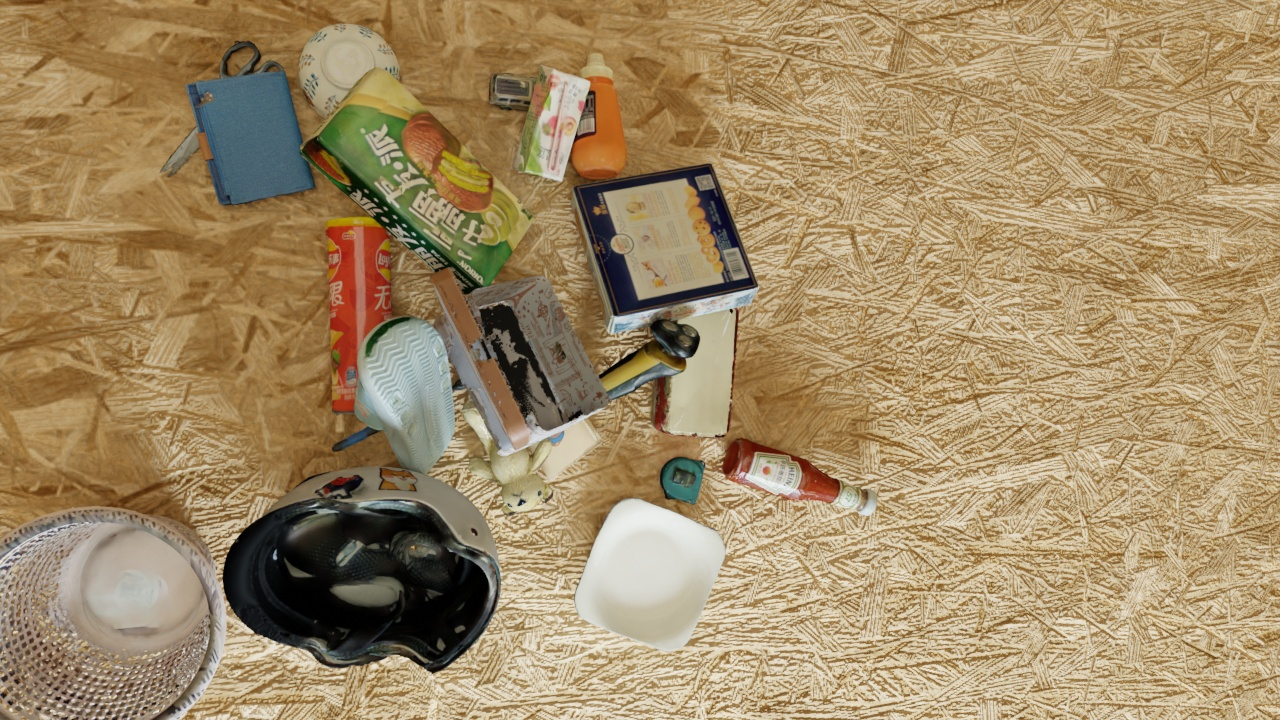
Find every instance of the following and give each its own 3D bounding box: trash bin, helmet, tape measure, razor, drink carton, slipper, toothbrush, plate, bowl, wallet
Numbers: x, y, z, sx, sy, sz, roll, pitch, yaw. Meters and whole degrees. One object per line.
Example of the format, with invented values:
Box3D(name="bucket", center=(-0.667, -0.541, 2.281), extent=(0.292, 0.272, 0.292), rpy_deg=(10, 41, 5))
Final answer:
Box3D(name="trash bin", center=(-0.520, 0.244, 0.916), extent=(0.227, 0.192, 0.227), rpy_deg=(0, 91, -15))
Box3D(name="helmet", center=(-0.283, 0.204, 0.990), extent=(0.274, 0.156, 0.230), rpy_deg=(7, 117, -6))
Box3D(name="tape measure", center=(0.052, 0.148, 1.147), extent=(0.054, 0.025, 0.058), rpy_deg=(15, 86, -15))
Box3D(name="razor", center=(-0.006, 0.006, 1.080), extent=(0.168, 0.062, 0.067), rpy_deg=(-30, 106, 27))
Box3D(name="drink carton", center=(-0.103, -0.274, 1.068), extent=(0.053, 0.045, 0.122), rpy_deg=(9, 105, -33))
Box3D(name="slipper", center=(-0.255, 0.038, 0.980), extent=(0.074, 0.246, 0.103), rpy_deg=(22, 56, 14))
Box3D(name="toothbrush", center=(-0.271, 0.059, 1.068), extent=(0.189, 0.016, 0.014), rpy_deg=(-27, 92, -11))
Box3D(name="plate", center=(0.009, 0.262, 1.133), extent=(0.164, 0.034, 0.163), rpy_deg=(25, 85, -14))
Box3D(name="bowl", center=(-0.326, -0.324, 1.024), extent=(0.113, 0.062, 0.113), rpy_deg=(0, 92, -13))
Box3D(name="wallet", center=(-0.427, -0.243, 1.006), extent=(0.106, 0.040, 0.133), rpy_deg=(-16, 103, -20))
Box3D(name="wallet", center=(-0.106, 0.074, 1.107), extent=(0.087, 0.024, 0.115), rpy_deg=(-36, 97, -13))

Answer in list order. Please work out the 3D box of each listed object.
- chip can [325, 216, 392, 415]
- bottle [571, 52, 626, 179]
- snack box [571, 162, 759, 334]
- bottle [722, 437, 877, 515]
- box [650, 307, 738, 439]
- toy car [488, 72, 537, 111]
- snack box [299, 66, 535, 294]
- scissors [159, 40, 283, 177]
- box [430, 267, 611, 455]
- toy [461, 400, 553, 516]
Box3D(name="chip can", center=(-0.313, -0.049, 1.027), extent=(0.073, 0.073, 0.216), rpy_deg=(-1, 92, -14))
Box3D(name="bottle", center=(-0.051, -0.295, 1.097), extent=(0.066, 0.067, 0.149), rpy_deg=(-1, 84, -14))
Box3D(name="snack box", center=(0.026, -0.137, 1.091), extent=(0.182, 0.046, 0.177), rpy_deg=(-12, 70, -13))
Box3D(name="bottle", center=(0.206, 0.154, 1.168), extent=(0.206, 0.060, 0.059), rpy_deg=(19, 86, -14))
Box3D(name="box", center=(0.067, 0.009, 1.120), extent=(0.091, 0.080, 0.168), rpy_deg=(5, 89, -15))
Box3D(name="toy car", center=(-0.133, -0.317, 1.087), extent=(0.090, 0.035, 0.042), rpy_deg=(3, 92, -17))
Box3D(name="snack box", center=(-0.237, -0.190, 1.003), extent=(0.240, 0.063, 0.114), rpy_deg=(44, 61, -27))
Box3D(name="scissors", center=(-0.460, -0.268, 1.015), extent=(0.135, 0.014, 0.175), rpy_deg=(4, 90, -13))
Box3D(name="box", center=(-0.144, 0.003, 0.966), extent=(0.126, 0.273, 0.179), rpy_deg=(-28, 85, 12))
Box3D(name="toy", center=(-0.156, 0.108, 1.065), extent=(0.105, 0.066, 0.157), rpy_deg=(-21, 110, 2))
